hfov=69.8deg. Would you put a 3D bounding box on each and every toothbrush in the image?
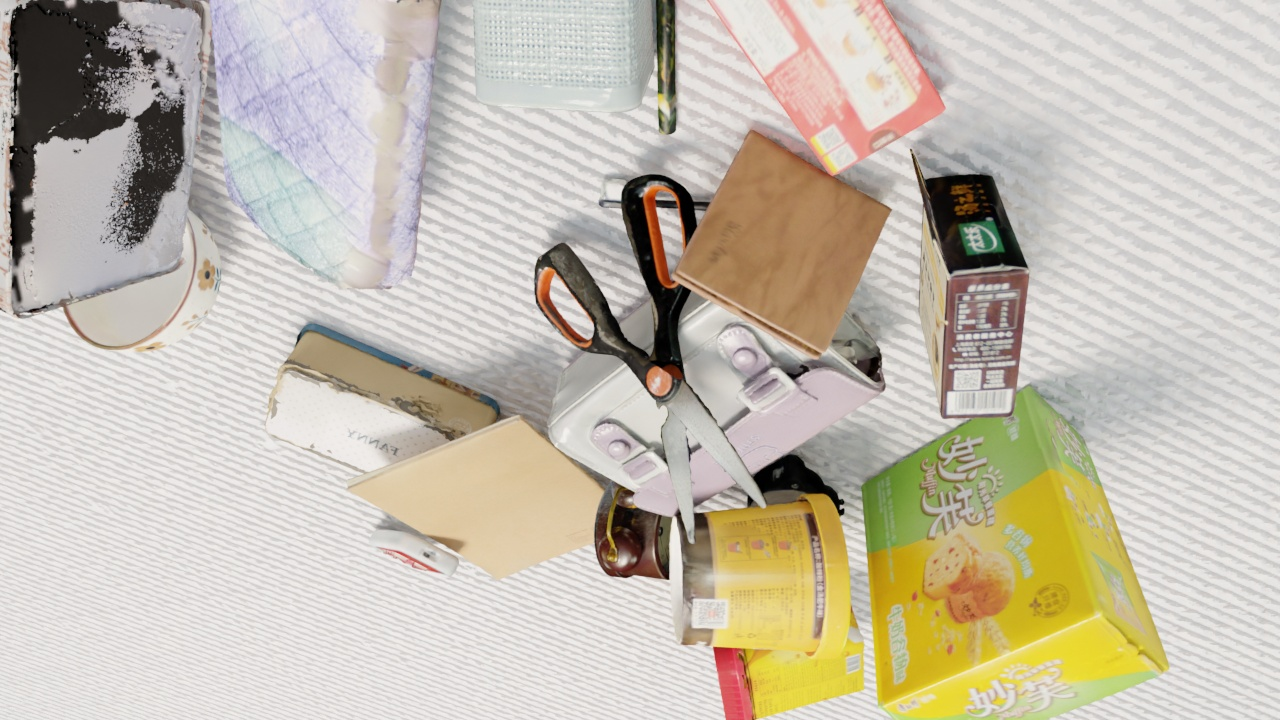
[{"bbox_3d":[0.062,-0.101,0.589,0.181,0.015,0.018,6,120,6],"label":"toothbrush"},{"bbox_3d":[0.015,-0.212,0.508,0.012,0.017,0.186,-20,132,-22],"label":"toothbrush"}]

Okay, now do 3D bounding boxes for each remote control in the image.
[{"bbox_3d":[-0.201,0.168,0.802,0.056,0.020,0.136,32,159,-19],"label":"remote control"}]

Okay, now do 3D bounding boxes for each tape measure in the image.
[{"bbox_3d":[0.119,0.115,0.740,0.065,0.033,0.066,40,124,-19],"label":"tape measure"}]

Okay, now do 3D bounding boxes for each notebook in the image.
[{"bbox_3d":[-0.107,0.117,0.736,0.150,0.012,0.211,-22,143,15],"label":"notebook"}]

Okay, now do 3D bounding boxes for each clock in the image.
[{"bbox_3d":[-0.001,0.131,0.727,0.055,0.082,0.122,3,160,26],"label":"clock"}]

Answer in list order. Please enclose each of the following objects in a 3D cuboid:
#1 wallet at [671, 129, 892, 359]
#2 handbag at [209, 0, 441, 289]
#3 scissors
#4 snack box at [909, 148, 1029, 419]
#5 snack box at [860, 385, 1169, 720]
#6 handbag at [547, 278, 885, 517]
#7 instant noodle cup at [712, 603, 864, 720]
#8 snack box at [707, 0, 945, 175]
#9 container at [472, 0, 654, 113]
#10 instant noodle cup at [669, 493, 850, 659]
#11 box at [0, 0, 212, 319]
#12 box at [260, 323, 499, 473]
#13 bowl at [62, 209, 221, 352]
[{"bbox_3d":[0.086,-0.070,0.545,0.101,0.115,0.020,28,157,-2],"label":"wallet"},{"bbox_3d":[-0.181,-0.151,0.537,0.134,0.075,0.194,35,133,19],"label":"handbag"},{"bbox_3d":[0.009,-0.011,0.567,0.222,0.021,0.211,33,111,30],"label":"scissors"},{"bbox_3d":[0.191,-0.048,0.546,0.053,0.113,0.126,-2,128,10],"label":"snack box"},{"bbox_3d":[0.236,0.137,0.624,0.070,0.209,0.158,39,123,-19],"label":"snack box"},{"bbox_3d":[0.051,0.020,0.641,0.145,0.098,0.198,36,126,-25],"label":"handbag"},{"bbox_3d":[0.125,0.246,0.800,0.124,0.116,0.116,-10,127,3],"label":"instant noodle cup"},{"bbox_3d":[0.099,-0.182,0.511,0.075,0.025,0.153,-29,118,27],"label":"snack box"},{"bbox_3d":[-0.040,-0.201,0.482,0.090,0.090,0.112,4,126,6],"label":"container"},{"bbox_3d":[0.082,0.158,0.670,0.114,0.118,0.119,-1,129,-4],"label":"instant noodle cup"},{"bbox_3d":[-0.366,-0.157,0.527,0.193,0.156,0.183,24,115,8],"label":"box"},{"bbox_3d":[-0.209,0.043,0.724,0.184,0.059,0.090,27,127,-9],"label":"box"},{"bbox_3d":[-0.343,-0.059,0.650,0.113,0.113,0.062,-6,170,14],"label":"bowl"}]
